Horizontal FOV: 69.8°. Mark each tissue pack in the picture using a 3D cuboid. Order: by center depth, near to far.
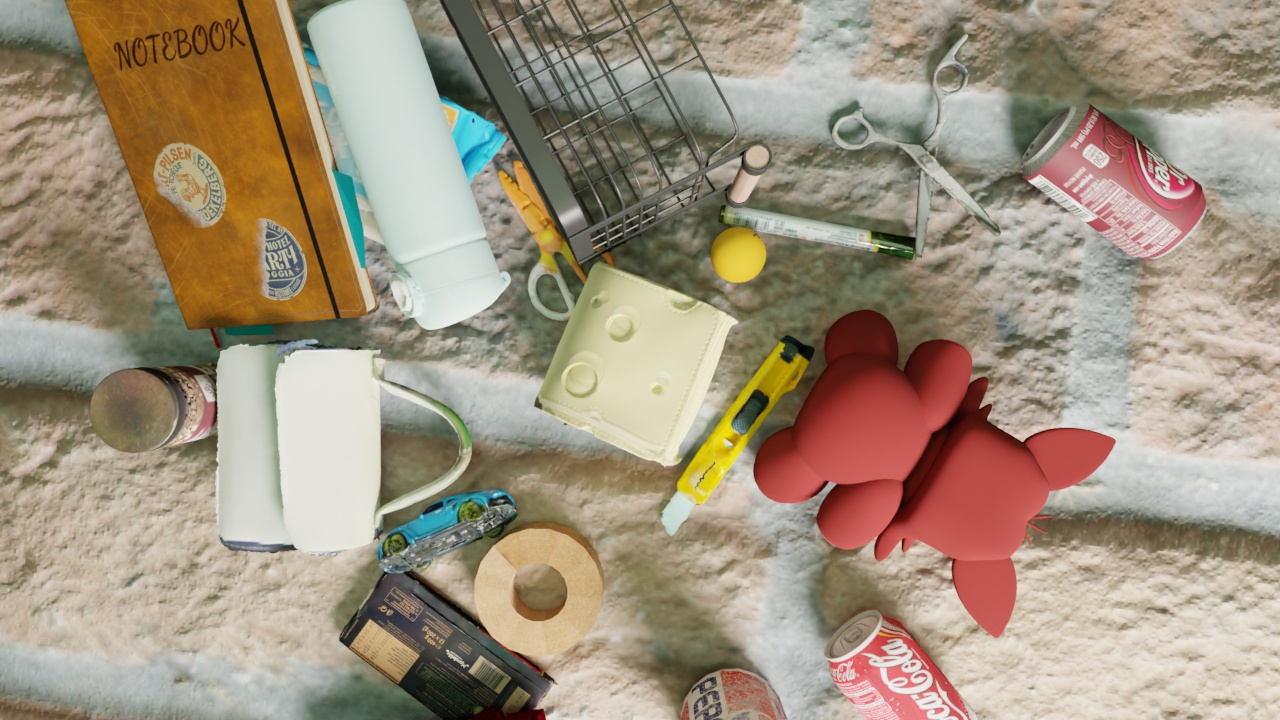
[{"bbox_3d":[-0.212,-0.155,0.657,0.209,0.066,0.117,22,93,-1],"label":"tissue pack"}]

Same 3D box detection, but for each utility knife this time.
[{"bbox_3d":[0.070,0.056,0.682,0.030,0.017,0.175,36,95,9],"label":"utility knife"}]

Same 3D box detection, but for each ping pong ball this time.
[{"bbox_3d":[0.071,-0.077,0.664,0.040,0.040,0.040,0,91,1],"label":"ping pong ball"}]

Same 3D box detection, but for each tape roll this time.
[{"bbox_3d":[-0.074,0.168,0.679,0.094,0.027,0.094,0,91,1],"label":"tape roll"}]

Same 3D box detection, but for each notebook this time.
[{"bbox_3d":[-0.269,-0.128,0.612,0.179,0.014,0.249,-3,112,20],"label":"notebook"}]

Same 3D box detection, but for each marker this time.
[{"bbox_3d":[0.130,-0.095,0.674,0.146,0.017,0.017,11,91,0],"label":"marker"}]

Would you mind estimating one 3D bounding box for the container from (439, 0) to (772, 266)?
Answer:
[{"bbox_3d":[-0.034,-0.191,0.597,0.130,0.163,0.241,-28,88,-1],"label":"container"}]

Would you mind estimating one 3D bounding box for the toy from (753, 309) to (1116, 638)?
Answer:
[{"bbox_3d":[0.191,0.069,0.628,0.197,0.120,0.158,31,89,10],"label":"toy"}]

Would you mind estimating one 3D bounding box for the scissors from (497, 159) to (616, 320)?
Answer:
[{"bbox_3d":[-0.075,-0.089,0.682,0.073,0.012,0.131,-37,91,0],"label":"scissors"}]

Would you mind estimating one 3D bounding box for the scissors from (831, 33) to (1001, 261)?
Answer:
[{"bbox_3d":[0.214,-0.158,0.667,0.141,0.014,0.171,27,87,9],"label":"scissors"}]

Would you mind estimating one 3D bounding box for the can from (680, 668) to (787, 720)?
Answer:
[{"bbox_3d":[0.068,0.269,0.625,0.078,0.136,0.078,0,91,1],"label":"can"}]

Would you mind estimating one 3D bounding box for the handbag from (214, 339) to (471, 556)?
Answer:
[{"bbox_3d":[-0.210,0.061,0.656,0.176,0.074,0.151,1,91,0],"label":"handbag"}]

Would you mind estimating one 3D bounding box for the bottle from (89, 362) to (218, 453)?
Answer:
[{"bbox_3d":[-0.327,0.031,0.642,0.056,0.105,0.056,0,91,0],"label":"bottle"}]

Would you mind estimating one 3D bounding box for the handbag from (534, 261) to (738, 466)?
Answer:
[{"bbox_3d":[-0.004,0.004,0.647,0.111,0.081,0.119,22,94,3],"label":"handbag"}]

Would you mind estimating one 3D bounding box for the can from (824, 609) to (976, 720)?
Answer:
[{"bbox_3d":[0.185,0.236,0.658,0.064,0.064,0.105,-40,90,1],"label":"can"}]

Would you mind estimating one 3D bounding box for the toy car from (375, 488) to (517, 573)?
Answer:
[{"bbox_3d":[-0.142,0.121,0.668,0.105,0.048,0.032,-26,62,-3],"label":"toy car"}]

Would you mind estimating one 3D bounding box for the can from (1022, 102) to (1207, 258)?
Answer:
[{"bbox_3d":[0.332,-0.126,0.647,0.114,0.063,0.063,36,92,0],"label":"can"}]

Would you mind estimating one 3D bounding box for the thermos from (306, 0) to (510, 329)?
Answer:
[{"bbox_3d":[-0.149,-0.124,0.596,0.077,0.065,0.207,-25,101,-42],"label":"thermos"}]

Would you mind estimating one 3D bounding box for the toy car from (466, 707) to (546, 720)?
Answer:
[{"bbox_3d":[-0.149,0.299,0.656,0.170,0.061,0.070,-12,98,9],"label":"toy car"}]

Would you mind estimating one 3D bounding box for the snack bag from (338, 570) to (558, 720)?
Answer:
[{"bbox_3d":[-0.146,0.224,0.686,0.155,0.018,0.074,37,93,1],"label":"snack bag"}]
